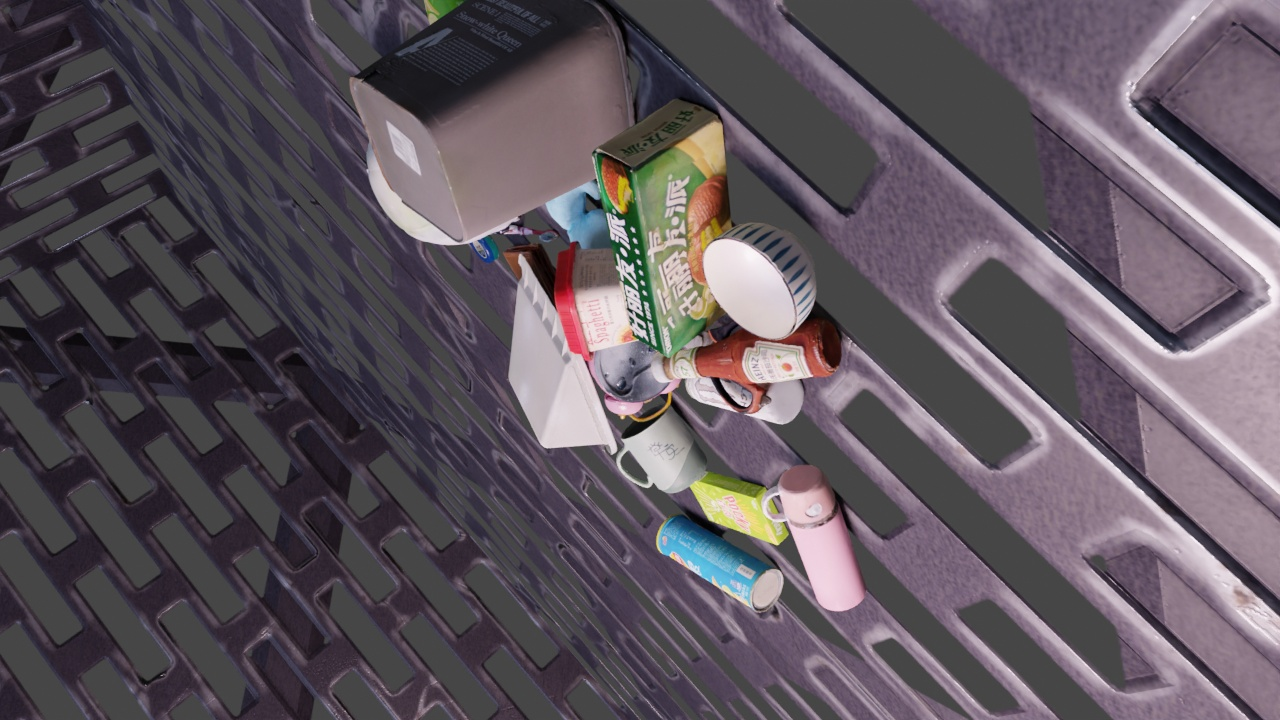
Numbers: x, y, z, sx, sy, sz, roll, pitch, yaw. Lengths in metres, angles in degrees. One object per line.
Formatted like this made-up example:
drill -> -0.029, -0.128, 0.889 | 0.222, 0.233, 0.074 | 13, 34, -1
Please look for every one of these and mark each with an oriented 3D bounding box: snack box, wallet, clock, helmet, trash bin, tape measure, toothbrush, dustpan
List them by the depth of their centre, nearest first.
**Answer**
snack box -> 0.032, -0.127, 0.922 | 0.063, 0.114, 0.240 | 33, 149, 36
trash bin -> -0.150, -0.255, 0.936 | 0.199, 0.219, 0.199 | 36, 151, 33
clock -> -0.007, 0.007, 1.172 | 0.060, 0.117, 0.158 | 24, 143, 63
helmet -> -0.282, -0.252, 1.248 | 0.259, 0.145, 0.229 | 14, 137, 52
dustpan -> -0.091, 0.012, 1.293 | 0.222, 0.142, 0.258 | 56, 140, 44
snack box -> 0.135, 0.204, 1.300 | 0.157, 0.026, 0.086 | 9, 132, 55
toothbrush -> -0.172, -0.182, 1.307 | 0.188, 0.017, 0.016 | 16, 137, 51
wallet -> -0.148, -0.114, 1.347 | 0.101, 0.032, 0.124 | 12, 134, 59
tape measure -> -0.241, -0.179, 1.422 | 0.054, 0.025, 0.058 | 57, 159, -16

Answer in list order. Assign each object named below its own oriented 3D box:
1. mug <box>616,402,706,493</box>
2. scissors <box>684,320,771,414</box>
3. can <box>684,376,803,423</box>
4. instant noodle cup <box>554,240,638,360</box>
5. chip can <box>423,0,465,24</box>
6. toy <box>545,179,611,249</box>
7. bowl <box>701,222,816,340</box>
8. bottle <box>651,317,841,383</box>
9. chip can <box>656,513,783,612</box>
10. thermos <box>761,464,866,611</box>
mug -> 0.025, 0.134, 1.291 | 0.106, 0.112, 0.082 | 55, -177, -12
scissors -> 0.084, -0.022, 1.042 | 0.214, 0.015, 0.197 | -34, 61, 46
can -> 0.117, 0.031, 1.057 | 0.147, 0.058, 0.058 | 14, 136, 53
instant noodle cup -> -0.027, -0.074, 1.061 | 0.116, 0.124, 0.116 | -89, -11, -46
chip can -> -0.197, -0.356, 1.033 | 0.072, 0.072, 0.222 | 32, 145, 36
toy -> -0.059, -0.154, 1.115 | 0.156, 0.049, 0.162 | 41, 149, 11
bowl -> 0.123, -0.084, 0.881 | 0.116, 0.066, 0.117 | 38, 153, 24
bottle -> 0.103, -0.003, 0.950 | 0.207, 0.059, 0.060 | -7, 121, 35
chip can -> 0.119, 0.309, 1.415 | 0.210, 0.071, 0.071 | 23, 143, 46
thermos -> 0.212, 0.220, 1.122 | 0.067, 0.087, 0.199 | -104, -10, -59
